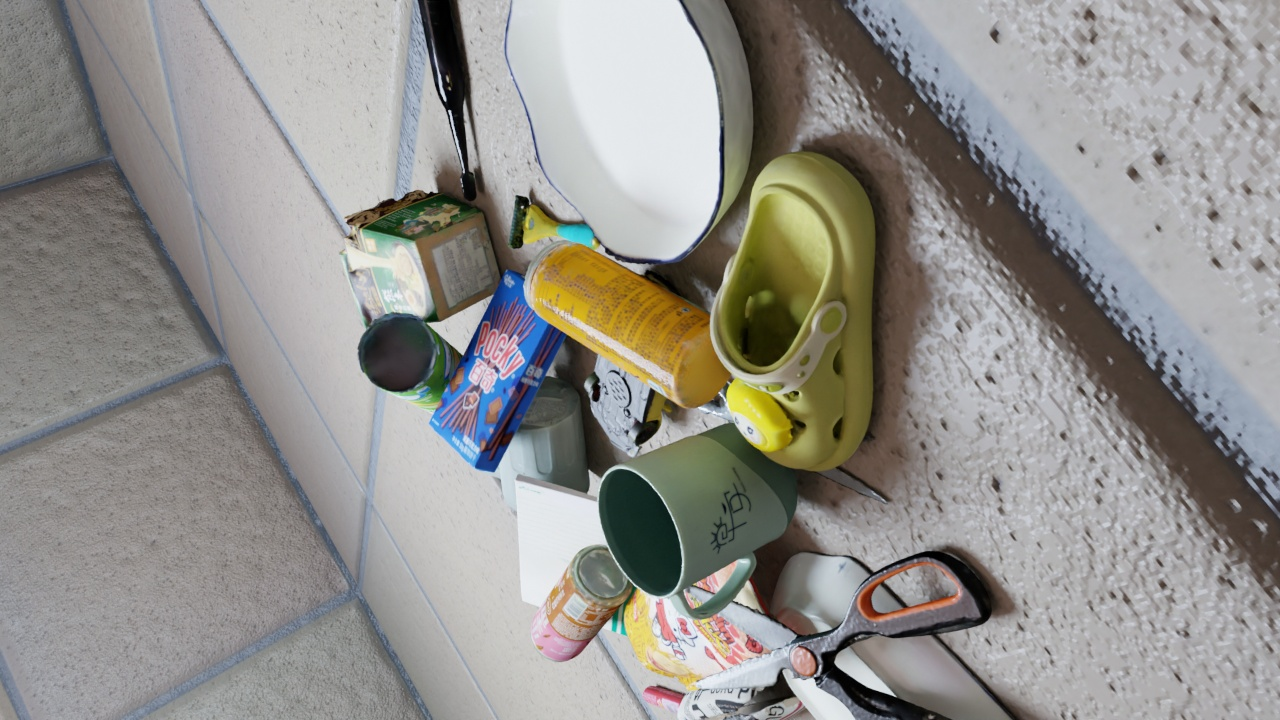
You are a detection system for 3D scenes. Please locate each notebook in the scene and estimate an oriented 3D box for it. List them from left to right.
[{"bbox_3d":[-0.042,0.189,0.845,0.150,0.012,0.210,15,137,10],"label":"notebook"}]

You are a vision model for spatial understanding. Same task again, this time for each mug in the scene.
[{"bbox_3d":[-0.109,0.073,0.845,0.124,0.083,0.103,14,129,21],"label":"mug"},{"bbox_3d":[0.042,0.102,0.577,0.082,0.106,0.112,-3,102,52],"label":"mug"}]

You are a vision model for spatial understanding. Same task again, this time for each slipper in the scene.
[{"bbox_3d":[0.072,-0.016,0.494,0.091,0.081,0.191,37,140,43],"label":"slipper"}]

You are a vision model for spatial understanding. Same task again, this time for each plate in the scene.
[{"bbox_3d":[-0.008,-0.159,0.539,0.205,0.045,0.205,41,146,35],"label":"plate"},{"bbox_3d":[0.173,0.243,0.596,0.265,0.034,0.162,46,148,27],"label":"plate"}]

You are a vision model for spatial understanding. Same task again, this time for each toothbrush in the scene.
[{"bbox_3d":[-0.155,-0.227,0.745,0.027,0.026,0.213,-96,1,-52],"label":"toothbrush"}]

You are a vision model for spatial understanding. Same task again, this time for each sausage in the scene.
[{"bbox_3d":[0.041,0.345,0.918,0.156,0.020,0.020,-20,97,62],"label":"sausage"}]

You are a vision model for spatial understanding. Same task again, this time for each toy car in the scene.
[{"bbox_3d":[-0.004,0.004,0.673,0.071,0.041,0.156,45,142,29],"label":"toy car"}]

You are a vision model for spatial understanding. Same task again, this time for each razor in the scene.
[{"bbox_3d":[-0.061,-0.098,0.694,0.133,0.028,0.043,21,100,54],"label":"razor"}]

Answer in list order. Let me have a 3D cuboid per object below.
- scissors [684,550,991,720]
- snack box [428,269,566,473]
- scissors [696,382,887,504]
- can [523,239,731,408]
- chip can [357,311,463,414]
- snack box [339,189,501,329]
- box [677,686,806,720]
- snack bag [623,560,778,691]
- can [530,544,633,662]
[{"bbox_3d":[0.124,0.180,0.562,0.221,0.021,0.224,42,121,29],"label":"scissors"},{"bbox_3d":[-0.119,0.008,0.781,0.084,0.026,0.157,33,98,43],"label":"snack box"},{"bbox_3d":[0.083,0.054,0.604,0.172,0.014,0.160,50,149,20],"label":"scissors"},{"bbox_3d":[-0.008,-0.026,0.584,0.146,0.058,0.058,32,140,35],"label":"can"},{"bbox_3d":[-0.199,0.015,0.878,0.072,0.072,0.236,57,176,10],"label":"chip can"},{"bbox_3d":[-0.196,-0.089,0.850,0.106,0.118,0.118,14,126,42],"label":"snack box"},{"bbox_3d":[0.084,0.289,0.751,0.079,0.074,0.164,50,148,6],"label":"box"},{"bbox_3d":[0.049,0.188,0.706,0.208,0.073,0.128,121,135,-60],"label":"snack bag"},{"bbox_3d":[-0.056,0.222,0.831,0.058,0.057,0.148,52,141,19],"label":"can"}]
